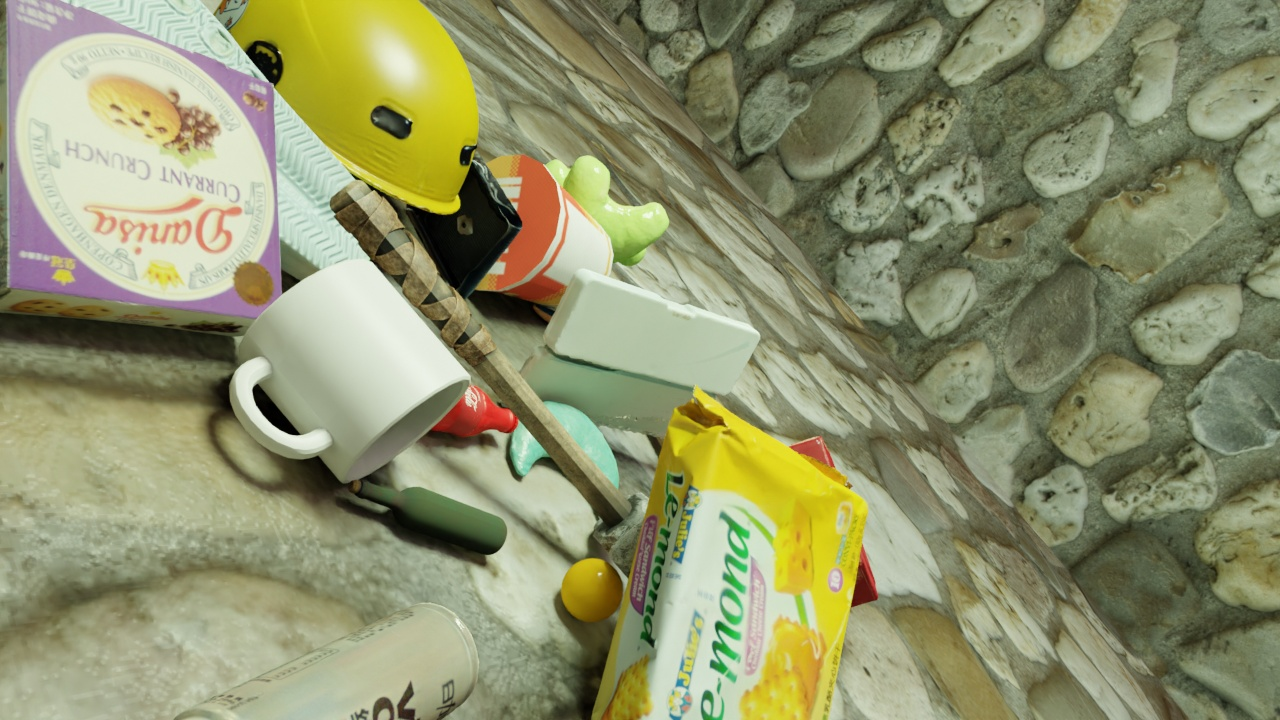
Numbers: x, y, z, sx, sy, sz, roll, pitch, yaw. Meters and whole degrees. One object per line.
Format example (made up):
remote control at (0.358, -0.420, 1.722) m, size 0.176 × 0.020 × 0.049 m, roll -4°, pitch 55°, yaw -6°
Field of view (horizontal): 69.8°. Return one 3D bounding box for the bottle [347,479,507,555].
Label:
bottle at (-0.123, 0.089, 0.534) m, size 0.106 × 0.025 × 0.025 m, roll 31°, pitch 25°, yaw -40°

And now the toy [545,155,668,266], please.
toy at (-0.065, -0.153, 1.001) m, size 0.150 × 0.107 × 0.197 m, roll 34°, pitch -14°, yaw -19°

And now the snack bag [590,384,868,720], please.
snack bag at (0.054, 0.156, 0.554) m, size 0.159 × 0.068 × 0.246 m, roll 29°, pitch 67°, yaw -35°

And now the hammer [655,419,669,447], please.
hammer at (0.058, 0.125, 0.843) m, size 0.132 × 0.040 × 0.305 m, roll 19°, pitch 34°, yaw -48°

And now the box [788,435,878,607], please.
box at (0.153, 0.157, 0.835) m, size 0.158 × 0.093 × 0.129 m, roll 55°, pitch 14°, yaw -56°

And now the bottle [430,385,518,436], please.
bottle at (-0.128, 0.032, 0.621) m, size 0.119 × 0.036 × 0.036 m, roll 22°, pitch 31°, yaw -52°

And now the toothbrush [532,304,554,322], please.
toothbrush at (-0.054, -0.022, 0.918) m, size 0.135 × 0.017 × 0.021 m, roll 35°, pitch 12°, yaw -32°

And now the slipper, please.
slipper at (-0.272, -0.137, 0.576) m, size 0.245 × 0.074 × 0.103 m, roll 48°, pitch 47°, yaw -31°

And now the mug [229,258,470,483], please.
mug at (-0.167, 0.011, 0.506) m, size 0.090 × 0.091 × 0.121 m, roll 49°, pitch 36°, yaw 4°

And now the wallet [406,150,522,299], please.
wallet at (-0.153, -0.122, 0.795) m, size 0.026 × 0.089 × 0.115 m, roll 9°, pitch 42°, yaw -52°

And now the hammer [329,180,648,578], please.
hammer at (-0.083, 0.018, 0.592) m, size 0.319 × 0.049 × 0.121 m, roll 52°, pitch -11°, yaw -19°

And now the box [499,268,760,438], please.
box at (-0.002, 0.006, 0.746) m, size 0.196 × 0.135 × 0.040 m, roll 16°, pitch 24°, yaw -40°

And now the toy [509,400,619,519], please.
toy at (-0.058, 0.071, 0.706) m, size 0.105 × 0.033 × 0.084 m, roll 32°, pitch 38°, yaw -32°

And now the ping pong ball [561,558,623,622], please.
ping pong ball at (-0.031, 0.148, 0.591) m, size 0.040 × 0.040 × 0.040 m, roll 41°, pitch 20°, yaw -18°

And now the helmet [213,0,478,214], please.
helmet at (-0.213, -0.225, 0.709) m, size 0.240 × 0.140 × 0.208 m, roll 33°, pitch 11°, yaw 28°

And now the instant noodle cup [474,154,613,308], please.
instant noodle cup at (-0.095, -0.108, 0.853) m, size 0.123 × 0.123 × 0.121 m, roll 57°, pitch 16°, yaw 26°

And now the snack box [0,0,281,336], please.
snack box at (-0.259, -0.093, 0.473) m, size 0.143 × 0.041 × 0.148 m, roll 7°, pitch 75°, yaw -60°

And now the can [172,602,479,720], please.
can at (-0.125, 0.144, 0.376) m, size 0.054 × 0.054 × 0.135 m, roll 52°, pitch 19°, yaw 13°
